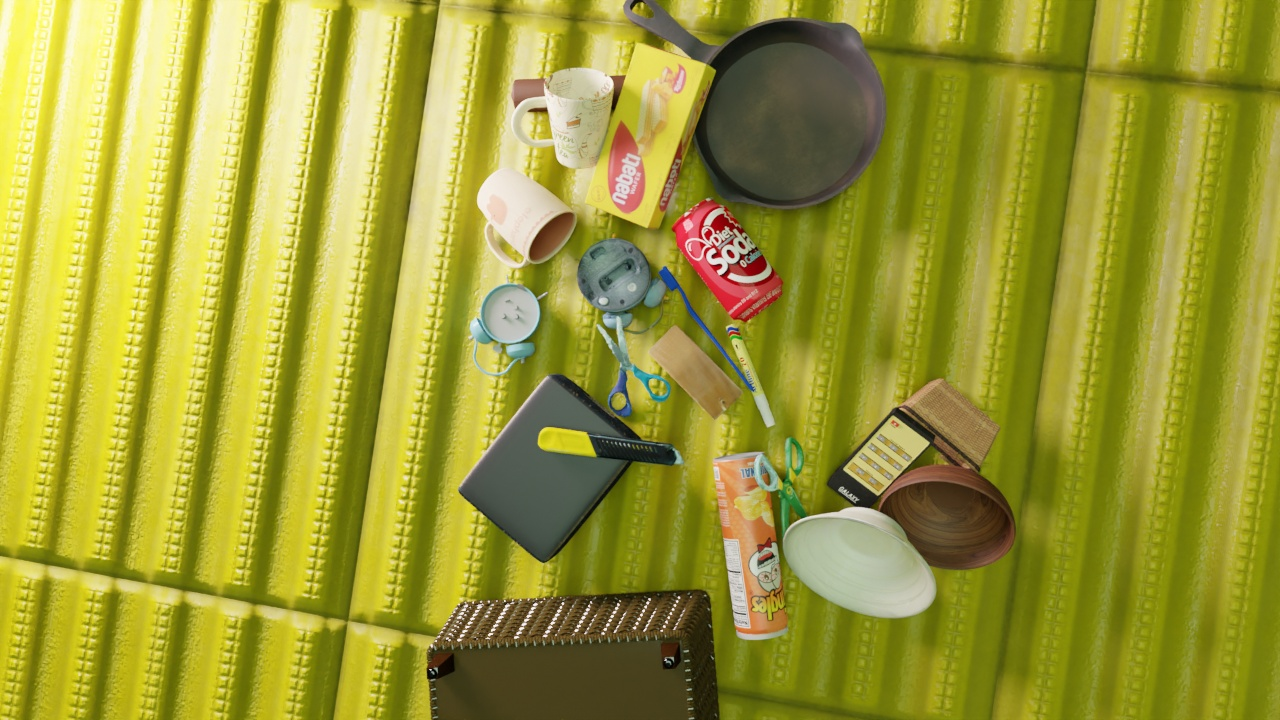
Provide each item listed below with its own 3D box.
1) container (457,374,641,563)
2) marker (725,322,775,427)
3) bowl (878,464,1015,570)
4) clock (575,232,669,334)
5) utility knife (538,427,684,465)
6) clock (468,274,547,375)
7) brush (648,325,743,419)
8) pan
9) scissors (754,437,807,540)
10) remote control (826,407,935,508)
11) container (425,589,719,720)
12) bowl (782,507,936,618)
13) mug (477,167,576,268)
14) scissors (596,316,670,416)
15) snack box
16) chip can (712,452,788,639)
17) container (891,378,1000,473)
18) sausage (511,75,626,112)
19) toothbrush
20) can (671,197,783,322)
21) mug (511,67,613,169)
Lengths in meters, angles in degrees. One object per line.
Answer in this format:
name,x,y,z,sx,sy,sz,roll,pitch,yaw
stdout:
container,-0.108,0.129,1.113,0.145,0.071,0.187,39,93,6
marker,0.134,0.018,1.117,0.014,0.014,0.132,-22,86,5
bowl,0.352,0.165,1.051,0.147,0.068,0.147,13,133,15
clock,-0.022,-0.090,1.119,0.089,0.051,0.124,-36,86,3
utility knife,-0.033,0.101,1.059,0.171,0.020,0.029,8,90,7
clock,-0.167,-0.040,1.139,0.087,0.042,0.123,24,90,6
brush,0.067,0.014,1.113,0.117,0.039,0.049,45,94,5
pan,0.125,-0.331,1.111,0.356,0.043,0.249,38,94,7
scissors,0.167,0.153,1.082,0.012,0.119,0.128,-8,75,47
remote control,0.278,0.117,1.067,0.058,0.013,0.134,37,123,6
container,-0.079,0.376,1.038,0.321,0.205,0.176,-5,88,6
bowl,0.257,0.219,1.055,0.177,0.177,0.057,29,51,6
mug,-0.150,-0.170,1.127,0.104,0.085,0.112,43,123,15
scissors,-0.028,0.011,1.117,0.086,0.015,0.135,-31,108,11
snack box,0.010,-0.265,1.094,0.092,0.042,0.201,25,105,18
chip can,0.131,0.217,1.089,0.062,0.062,0.210,-8,88,6
container,0.359,0.074,1.070,0.114,0.063,0.061,41,86,6
sausage,-0.084,-0.331,1.138,0.156,0.040,0.040,0,89,6
toothbrush,0.079,-0.037,1.120,0.011,0.016,0.186,-37,82,12
can,0.104,-0.119,1.093,0.074,0.074,0.142,-37,85,4
mug,-0.093,-0.284,1.097,0.122,0.097,0.081,-7,44,-9
